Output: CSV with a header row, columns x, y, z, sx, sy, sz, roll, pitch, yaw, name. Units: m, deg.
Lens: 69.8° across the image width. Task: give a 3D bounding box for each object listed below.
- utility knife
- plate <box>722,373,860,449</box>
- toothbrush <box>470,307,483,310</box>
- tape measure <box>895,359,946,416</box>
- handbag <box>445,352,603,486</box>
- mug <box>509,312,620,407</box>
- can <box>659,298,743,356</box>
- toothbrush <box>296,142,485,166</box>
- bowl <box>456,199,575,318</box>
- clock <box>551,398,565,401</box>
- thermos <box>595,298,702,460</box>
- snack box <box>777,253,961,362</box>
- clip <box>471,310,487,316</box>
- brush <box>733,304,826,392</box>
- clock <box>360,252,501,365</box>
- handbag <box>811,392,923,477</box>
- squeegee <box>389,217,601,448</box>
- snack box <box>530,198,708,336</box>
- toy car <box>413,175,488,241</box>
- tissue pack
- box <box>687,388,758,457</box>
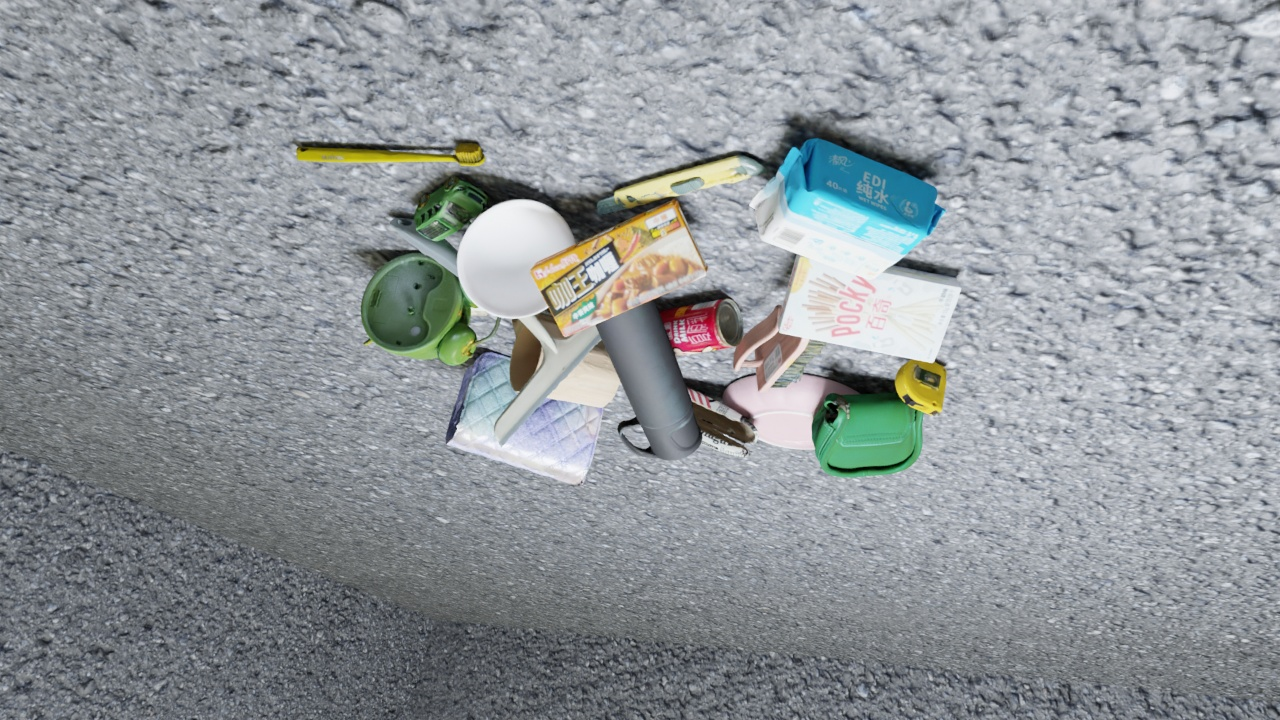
x,y,z,sx,sy,sz,roll,pitch,yaw,name
0.029,-0.156,0.819,0.178,0.019,0.031,-4,145,38,utility knife
0.199,0.075,1.187,0.192,0.039,0.193,9,154,4,plate
-0.222,-0.070,1.089,0.190,0.020,0.029,5,160,11,toothbrush
0.313,0.025,1.017,0.057,0.059,0.029,22,155,-9,tape measure
-0.152,0.079,1.232,0.193,0.134,0.076,21,153,-17,handbag
-0.088,-0.008,1.041,0.103,0.124,0.084,14,124,-29,mug
0.044,-0.032,1.016,0.133,0.053,0.053,-9,148,36,can
-0.233,-0.192,0.846,0.190,0.015,0.017,4,149,15,toothbrush
-0.129,-0.107,0.904,0.118,0.118,0.065,28,-172,-31,bowl
-0.094,0.018,1.173,0.082,0.055,0.122,-12,147,38,clock
-0.006,0.006,0.977,0.090,0.068,0.243,-23,122,-4,thermos
0.219,-0.053,0.887,0.157,0.026,0.085,11,120,0,snack box
-0.240,-0.050,1.116,0.097,0.060,0.034,15,156,20,clip
0.151,-0.020,0.985,0.073,0.063,0.146,5,155,-12,brush
-0.229,-0.054,1.015,0.161,0.116,0.056,7,166,16,clock
0.272,0.080,1.092,0.131,0.067,0.120,-4,140,-5,handbag
-0.159,-0.074,0.945,0.246,0.245,0.039,41,137,0,squeegee
-0.020,-0.086,0.863,0.154,0.026,0.075,-23,108,15,snack box
-0.187,-0.147,0.898,0.043,0.036,0.091,31,145,-32,toy car
0.170,-0.126,0.760,0.140,0.063,0.090,18,155,-11,tissue pack
0.069,0.086,1.187,0.163,0.077,0.075,24,163,14,box
